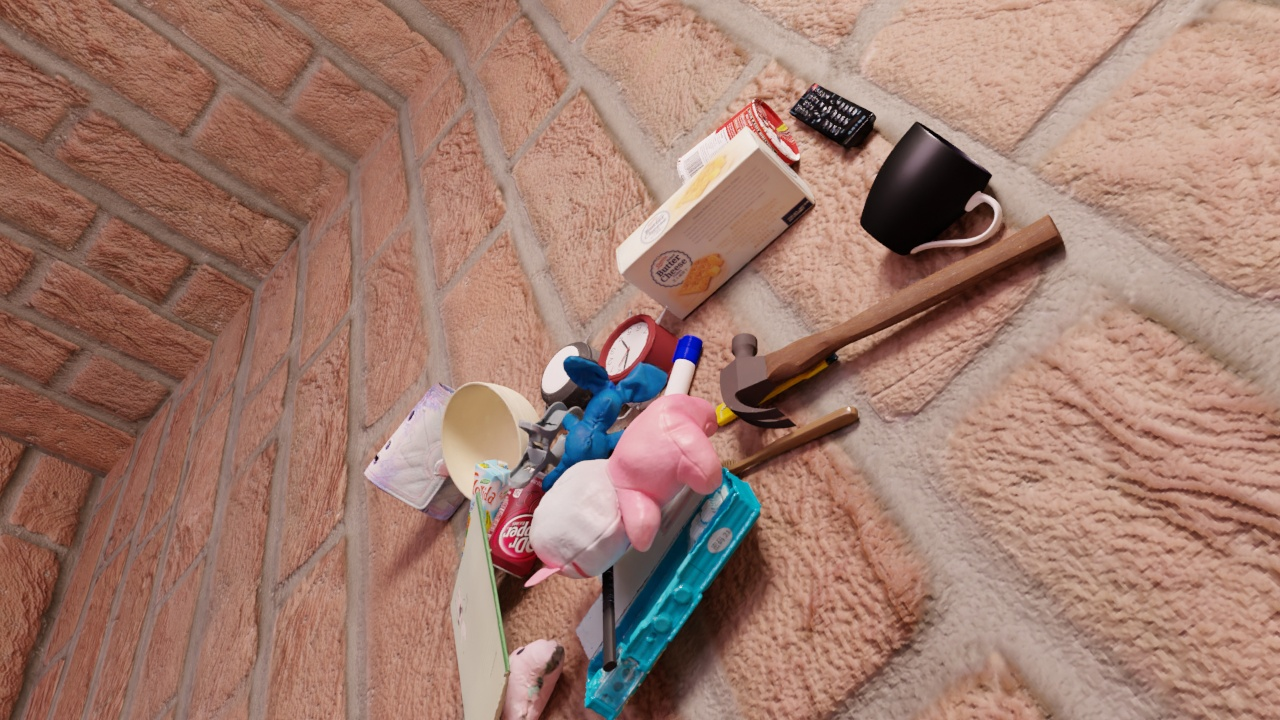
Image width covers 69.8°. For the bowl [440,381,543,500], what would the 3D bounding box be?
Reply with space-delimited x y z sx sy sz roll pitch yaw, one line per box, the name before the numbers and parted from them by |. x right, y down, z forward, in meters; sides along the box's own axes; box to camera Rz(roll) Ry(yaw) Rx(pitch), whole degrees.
bowl | -0.171 0.098 1.133 0.151 0.075 0.151 6 100 41

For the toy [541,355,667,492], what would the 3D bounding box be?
toy | -0.054 0.067 0.966 0.176 0.112 0.071 -62 9 1

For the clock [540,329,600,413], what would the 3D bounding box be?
clock | -0.091 0.023 1.147 0.123 0.043 0.091 -44 34 17

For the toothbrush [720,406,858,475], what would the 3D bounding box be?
toothbrush | 0.127 0.078 0.840 0.167 0.016 0.016 -30 40 35

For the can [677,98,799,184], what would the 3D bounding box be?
can | 0.114 -0.236 1.075 0.117 0.086 0.086 -34 38 29

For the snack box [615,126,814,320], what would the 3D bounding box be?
snack box | 0.080 -0.149 1.024 0.208 0.104 0.057 -41 35 21

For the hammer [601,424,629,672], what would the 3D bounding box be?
hammer | -0.028 0.172 0.891 0.095 0.015 0.324 -44 21 18

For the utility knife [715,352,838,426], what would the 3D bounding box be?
utility knife | 0.123 0.029 0.894 0.163 0.017 0.030 -36 26 32

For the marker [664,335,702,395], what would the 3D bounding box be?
marker | 0.037 0.035 0.988 0.027 0.023 0.133 -8 55 45

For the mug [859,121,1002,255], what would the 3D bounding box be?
mug | 0.259 -0.138 0.818 0.119 0.084 0.100 48 117 27

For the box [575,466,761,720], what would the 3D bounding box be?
box | 0.017 0.192 0.844 0.227 0.056 0.185 -56 15 5

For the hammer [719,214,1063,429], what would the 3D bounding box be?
hammer | 0.207 -0.035 0.808 0.324 0.033 0.115 -29 40 29

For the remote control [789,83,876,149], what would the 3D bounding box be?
remote control | 0.218 -0.276 1.039 0.047 0.022 0.150 -48 31 12

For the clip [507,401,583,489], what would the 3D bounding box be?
clip | -0.099 0.073 1.019 0.163 0.028 0.108 -33 -45 -70

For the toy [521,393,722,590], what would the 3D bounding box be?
toy | -0.020 0.119 0.829 0.213 0.084 0.141 -42 18 19

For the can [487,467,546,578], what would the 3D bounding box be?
can | -0.132 0.183 1.037 0.063 0.063 0.114 6 66 54

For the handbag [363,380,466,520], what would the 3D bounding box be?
handbag | -0.266 0.121 1.211 0.158 0.126 0.069 -53 35 1

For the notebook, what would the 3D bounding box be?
notebook | -0.172 0.287 0.967 0.252 0.010 0.182 -115 37 -54

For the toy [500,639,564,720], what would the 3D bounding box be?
toy | -0.114 0.315 0.909 0.099 0.052 0.096 -62 21 -10

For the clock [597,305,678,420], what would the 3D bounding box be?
clock | -0.006 0.006 1.048 0.096 0.048 0.137 -3 58 52

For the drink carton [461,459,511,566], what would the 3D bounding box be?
drink carton | -0.178 0.179 1.072 0.044 0.038 0.129 24 110 37
